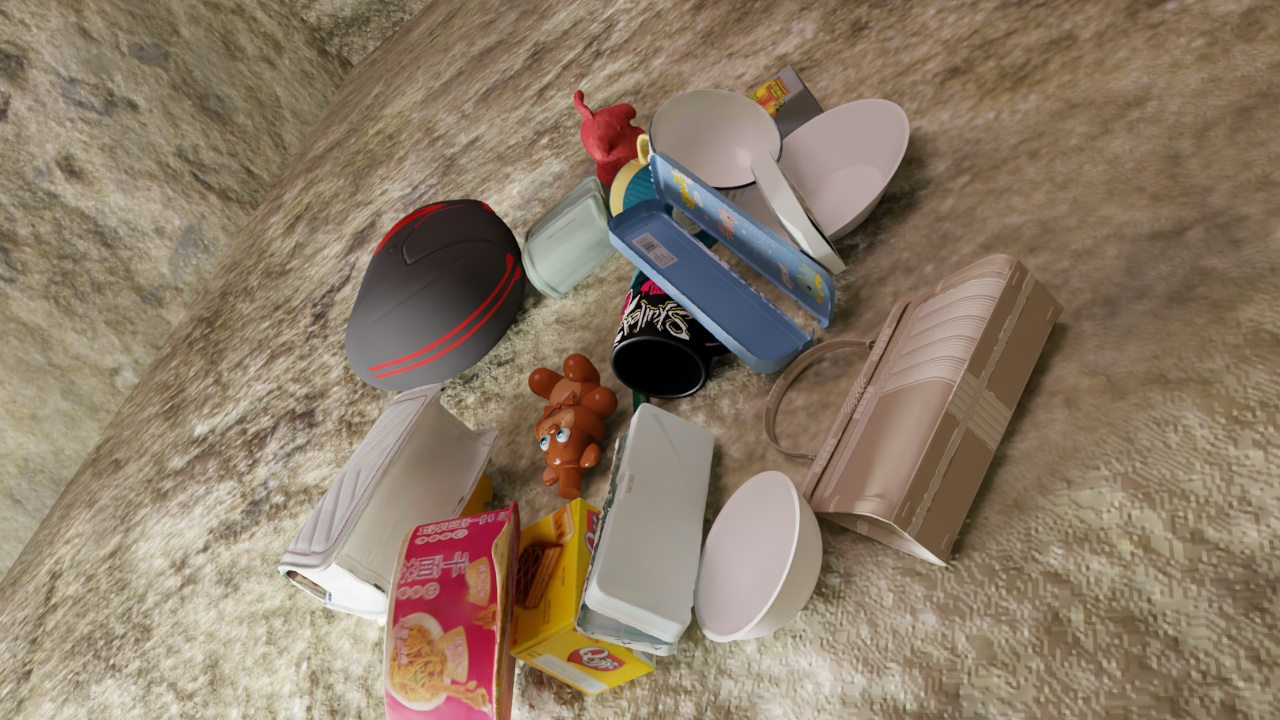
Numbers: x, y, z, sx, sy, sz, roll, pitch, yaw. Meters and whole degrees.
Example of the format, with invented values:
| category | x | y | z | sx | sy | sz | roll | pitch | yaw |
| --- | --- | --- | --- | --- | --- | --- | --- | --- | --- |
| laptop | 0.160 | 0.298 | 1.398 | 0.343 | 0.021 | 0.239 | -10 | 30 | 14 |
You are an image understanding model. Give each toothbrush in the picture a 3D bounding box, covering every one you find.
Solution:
| category | x | y | z | sx | sy | sz | roll | pitch | yaw |
| --- | --- | --- | --- | --- | --- | --- | --- | --- | --- |
| toothbrush | -0.005 | 0.005 | 0.846 | 0.016 | 0.017 | 0.189 | -34 | 34 | 22 |

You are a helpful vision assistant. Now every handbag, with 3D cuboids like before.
| category | x | y | z | sx | sy | sz | roll | pitch | yaw |
| --- | --- | --- | --- | --- | --- | --- | --- | --- | --- |
| handbag | -0.225 | 0.127 | 0.827 | 0.142 | 0.096 | 0.198 | -12 | 43 | 51 |
| handbag | -0.071 | -0.141 | 1.040 | 0.122 | 0.067 | 0.106 | -35 | 35 | 20 |
| handbag | 0.148 | 0.026 | 0.608 | 0.175 | 0.062 | 0.198 | -60 | 25 | -14 |

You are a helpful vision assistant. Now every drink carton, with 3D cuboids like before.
| category | x | y | z | sx | sy | sz | roll | pitch | yaw |
| --- | --- | --- | --- | --- | --- | --- | --- | --- | --- |
| drink carton | 0.118 | -0.228 | 0.918 | 0.125 | 0.048 | 0.076 | -36 | 34 | 20 |

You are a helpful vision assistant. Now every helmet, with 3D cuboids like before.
| category | x | y | z | sx | sy | sz | roll | pitch | yaw |
| --- | --- | --- | --- | --- | --- | --- | --- | --- | --- |
| helmet | -0.229 | -0.074 | 1.066 | 0.264 | 0.164 | 0.170 | -46 | 41 | -15 |

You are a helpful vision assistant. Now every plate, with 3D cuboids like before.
| category | x | y | z | sx | sy | sz | roll | pitch | yaw |
| --- | --- | --- | --- | --- | --- | --- | --- | --- | --- |
| plate | 0.160 | -0.147 | 0.789 | 0.174 | 0.036 | 0.173 | -32 | 35 | 25 |

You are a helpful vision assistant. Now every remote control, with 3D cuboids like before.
| category | x | y | z | sx | sy | sz | roll | pitch | yaw |
| --- | --- | --- | --- | --- | --- | --- | --- | --- | --- |
| remote control | 0.118 | -0.117 | 0.722 | 0.024 | 0.049 | 0.143 | -36 | 33 | 17 |

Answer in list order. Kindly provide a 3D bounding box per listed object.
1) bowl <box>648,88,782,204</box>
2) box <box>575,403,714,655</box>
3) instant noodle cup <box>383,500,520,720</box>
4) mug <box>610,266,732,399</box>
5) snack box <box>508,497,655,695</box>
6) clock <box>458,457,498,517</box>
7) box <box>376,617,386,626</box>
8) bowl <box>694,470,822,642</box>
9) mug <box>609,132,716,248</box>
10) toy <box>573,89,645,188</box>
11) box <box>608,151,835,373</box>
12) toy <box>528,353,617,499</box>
| category | x | y | z | sx | sy | sz | roll | pitch | yaw |
| --- | --- | --- | --- | --- | --- | --- | --- | --- | --- |
| bowl | 0.064 | -0.180 | 0.826 | 0.062 | 0.118 | 0.117 | 98 | -168 | -60 |
| box | 0.011 | 0.109 | 0.637 | 0.083 | 0.066 | 0.198 | 3 | 34 | 6 |
| instant noodle cup | -0.129 | 0.186 | 0.642 | 0.077 | 0.179 | 0.178 | 2 | 42 | -3 |
| mug | 0.040 | -0.032 | 0.778 | 0.118 | 0.082 | 0.098 | -6 | 48 | 24 |
| snack box | -0.038 | 0.166 | 0.647 | 0.061 | 0.083 | 0.105 | -34 | 35 | 26 |
| clock | -0.209 | 0.155 | 0.904 | 0.152 | 0.052 | 0.113 | -37 | 33 | 9 |
| box | -0.162 | 0.206 | 0.814 | 0.189 | 0.062 | 0.058 | -28 | 11 | 33 |
| bowl | 0.081 | 0.128 | 0.572 | 0.110 | 0.040 | 0.109 | -53 | 21 | 30 |
| mug | 0.024 | -0.168 | 0.911 | 0.083 | 0.114 | 0.107 | -19 | 27 | -18 |
| toy | -0.045 | -0.251 | 1.078 | 0.094 | 0.133 | 0.087 | -20 | 30 | 52 |
| box | 0.055 | -0.080 | 0.728 | 0.074 | 0.078 | 0.209 | -35 | 57 | -20 |
| toy | -0.066 | 0.061 | 0.818 | 0.095 | 0.065 | 0.127 | -29 | 42 | 33 |
